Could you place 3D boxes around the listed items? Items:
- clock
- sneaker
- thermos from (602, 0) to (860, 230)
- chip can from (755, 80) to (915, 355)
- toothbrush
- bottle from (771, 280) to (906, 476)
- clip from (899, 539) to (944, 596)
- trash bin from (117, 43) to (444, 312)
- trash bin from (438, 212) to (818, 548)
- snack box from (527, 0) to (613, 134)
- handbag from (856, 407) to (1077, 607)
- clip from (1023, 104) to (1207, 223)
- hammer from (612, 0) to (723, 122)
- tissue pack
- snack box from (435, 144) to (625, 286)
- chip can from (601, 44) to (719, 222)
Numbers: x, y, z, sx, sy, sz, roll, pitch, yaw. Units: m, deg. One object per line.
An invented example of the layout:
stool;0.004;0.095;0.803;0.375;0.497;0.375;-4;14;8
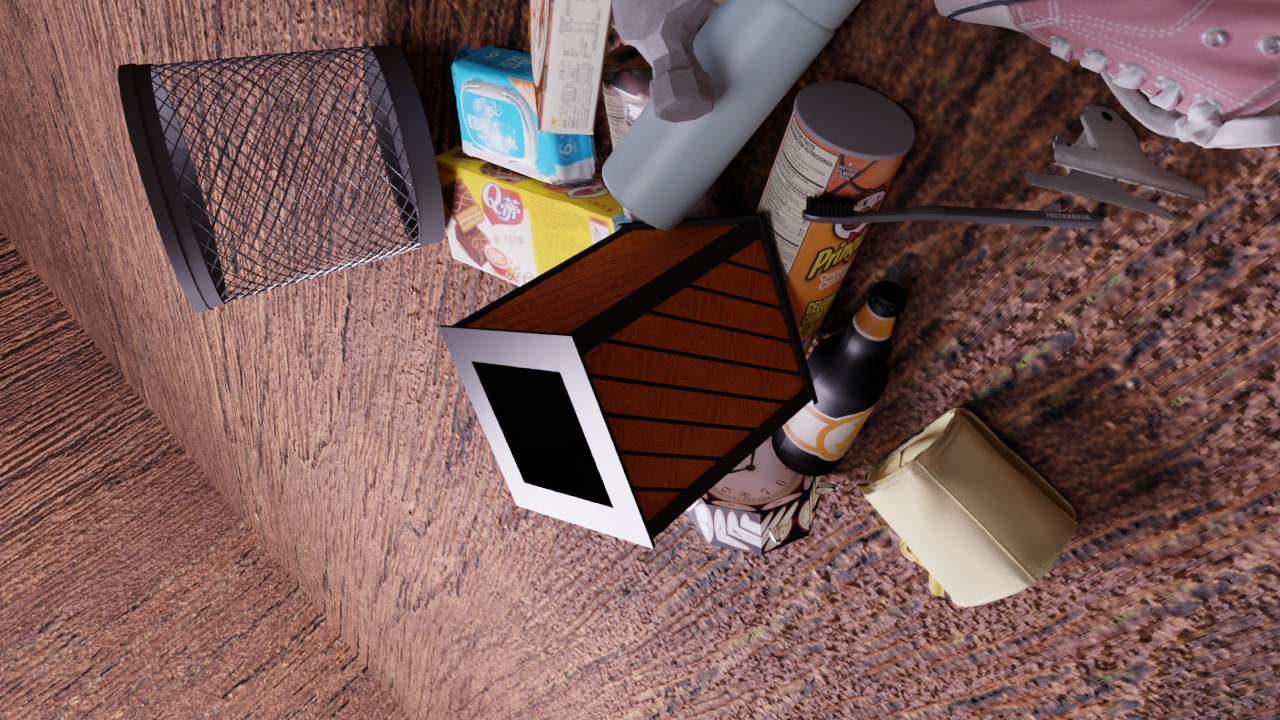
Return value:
clock;0.079;0.105;0.784;0.155;0.114;0.065;24;136;38
sneaker;0.245;-0.140;0.400;0.241;0.118;0.088;17;114;32
thermos;0.057;-0.176;0.561;0.078;0.065;0.207;35;123;-10
chip can;0.109;-0.077;0.629;0.075;0.075;0.216;39;142;19
toothbrush;0.179;-0.084;0.533;0.167;0.012;0.013;5;129;11
bottle;0.149;0.013;0.673;0.059;0.059;0.182;39;142;19
clip;0.231;0.159;0.733;0.049;0.044;0.054;3;127;18
trash bin;-0.318;-0.177;0.845;0.218;0.227;0.217;164;90;-72
trash bin;-0.004;0.004;0.610;0.140;0.171;0.140;6;123;48
snack box;-0.049;-0.253;0.618;0.143;0.041;0.146;102;163;-47
handbag;0.225;0.105;0.656;0.119;0.081;0.111;46;151;7
clip;0.238;-0.101;0.484;0.058;0.101;0.050;-100;27;-44
hammer;0.118;-0.241;0.440;0.329;0.039;0.131;-19;81;38
tissue pack;-0.100;-0.206;0.767;0.144;0.061;0.093;24;136;35
snack box;-0.084;-0.120;0.822;0.230;0.061;0.110;24;136;34
chip can;0.023;-0.118;0.694;0.080;0.079;0.230;19;133;38
